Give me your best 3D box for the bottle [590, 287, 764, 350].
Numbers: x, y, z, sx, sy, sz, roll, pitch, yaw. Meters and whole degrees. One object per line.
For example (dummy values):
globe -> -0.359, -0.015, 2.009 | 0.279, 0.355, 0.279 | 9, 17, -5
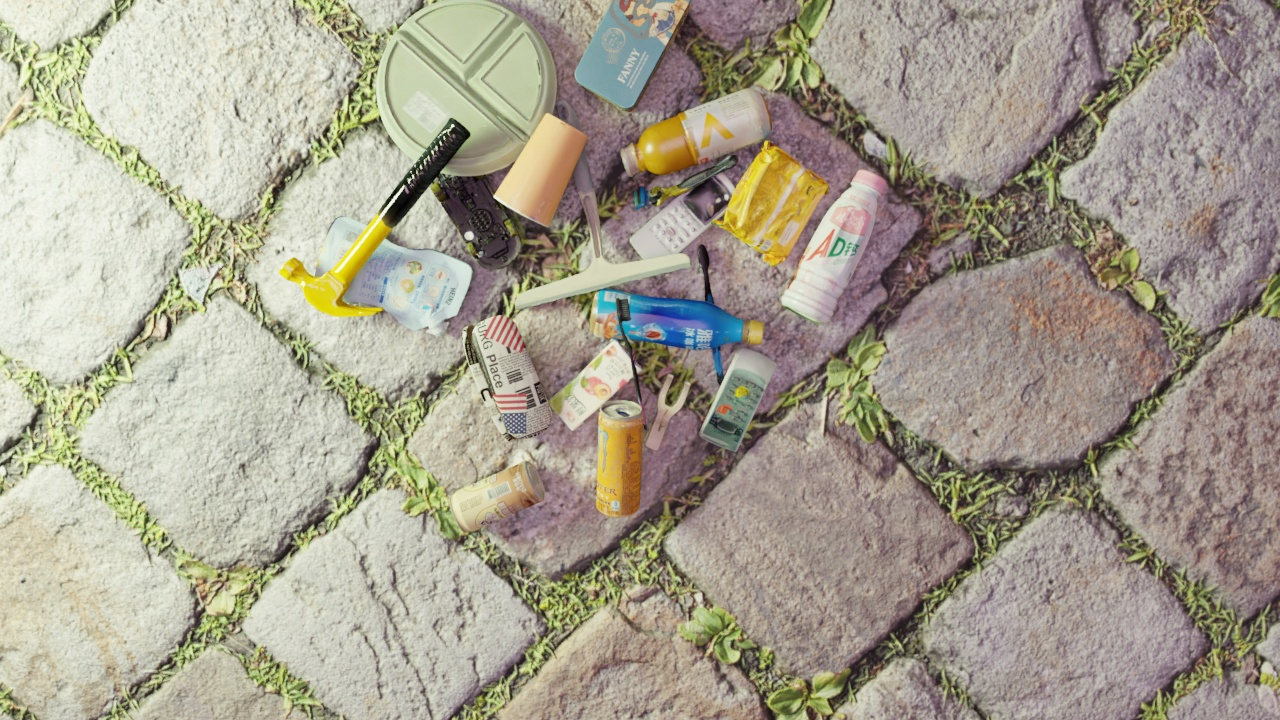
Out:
bottle -> 0.048, -0.049, 1.173 | 0.219, 0.065, 0.065 | 8, 97, 3

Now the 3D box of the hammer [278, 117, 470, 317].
hammer -> -0.313, -0.174, 1.136 | 0.129, 0.032, 0.301 | 40, 104, -9

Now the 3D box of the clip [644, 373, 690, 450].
clip -> 0.031, 0.068, 1.206 | 0.034, 0.072, 0.100 | 25, 94, -3

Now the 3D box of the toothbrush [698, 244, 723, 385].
toothbrush -> 0.093, -0.059, 1.206 | 0.014, 0.016, 0.189 | -10, 100, -3

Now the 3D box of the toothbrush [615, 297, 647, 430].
toothbrush -> -0.007, 0.007, 1.163 | 0.018, 0.014, 0.189 | -11, 115, 2

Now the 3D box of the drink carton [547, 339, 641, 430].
drink carton -> -0.060, 0.032, 1.200 | 0.122, 0.045, 0.053 | -42, 94, 5

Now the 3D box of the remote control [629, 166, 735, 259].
remote control -> 0.058, -0.183, 1.185 | 0.150, 0.021, 0.058 | -41, 95, 6

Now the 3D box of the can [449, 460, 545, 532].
can -> -0.189, 0.180, 1.214 | 0.116, 0.058, 0.058 | -24, 96, 4

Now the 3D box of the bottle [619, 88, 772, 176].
bottle -> 0.068, -0.280, 1.149 | 0.189, 0.068, 0.068 | -20, 96, 3

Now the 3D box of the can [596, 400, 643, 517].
can -> -0.027, 0.128, 1.190 | 0.058, 0.058, 0.146 | 2, 112, 0

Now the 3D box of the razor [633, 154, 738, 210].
razor -> 0.059, -0.225, 1.162 | 0.143, 0.042, 0.022 | -21, 130, 14

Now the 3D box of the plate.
plate -> -0.219, -0.346, 1.146 | 0.230, 0.027, 0.230 | 0, 86, 2

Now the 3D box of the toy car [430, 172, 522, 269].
toy car -> -0.210, -0.188, 1.175 | 0.070, 0.042, 0.158 | -29, 90, 1

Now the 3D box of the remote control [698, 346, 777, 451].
remote control -> 0.129, 0.051, 1.211 | 0.056, 0.019, 0.135 | 24, 97, -10

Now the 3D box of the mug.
mug -> -0.119, -0.237, 1.133 | 0.078, 0.078, 0.123 | 29, 98, -3

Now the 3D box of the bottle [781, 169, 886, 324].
bottle -> 0.251, -0.145, 1.167 | 0.068, 0.068, 0.197 | 27, 93, -3

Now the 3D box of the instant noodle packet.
instant noodle packet -> 0.165, -0.196, 1.163 | 0.110, 0.044, 0.128 | 30, 99, -19

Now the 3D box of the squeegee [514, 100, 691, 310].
squeegee -> -0.071, -0.210, 1.175 | 0.247, 0.039, 0.246 | -12, 90, 20

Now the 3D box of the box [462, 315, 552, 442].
box -> -0.170, 0.023, 1.184 | 0.086, 0.075, 0.162 | -18, 95, 10

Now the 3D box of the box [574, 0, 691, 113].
box -> -0.011, -0.395, 1.139 | 0.090, 0.062, 0.184 | 27, 95, -2

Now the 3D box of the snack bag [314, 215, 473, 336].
snack bag -> -0.321, -0.107, 1.191 | 0.191, 0.039, 0.110 | 21, 94, -3
